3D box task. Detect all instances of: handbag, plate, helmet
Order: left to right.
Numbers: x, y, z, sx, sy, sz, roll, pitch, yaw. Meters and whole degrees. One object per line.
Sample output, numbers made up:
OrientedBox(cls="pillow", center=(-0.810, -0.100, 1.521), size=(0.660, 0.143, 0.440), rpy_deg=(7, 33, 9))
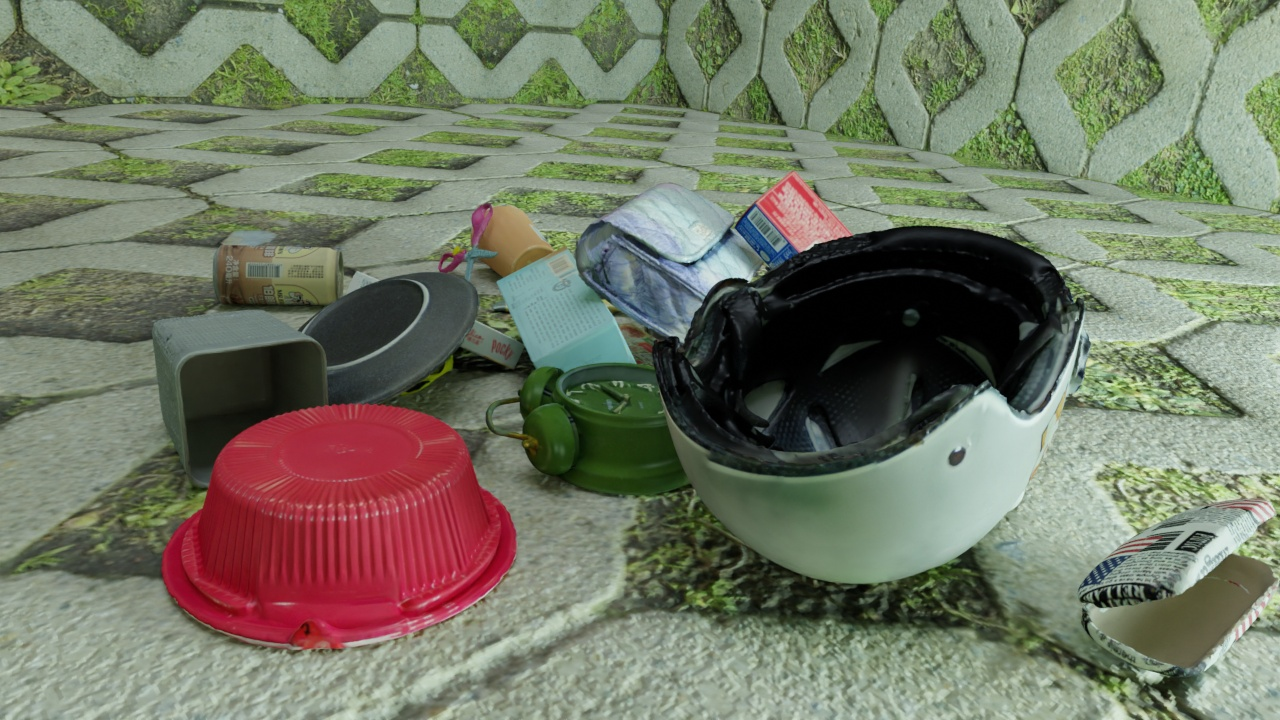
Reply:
OrientedBox(cls="plate", center=(-0.214, -0.023, 0.721), size=(0.179, 0.024, 0.179), rpy_deg=(-15, 36, 11))
OrientedBox(cls="handbag", center=(0.033, -0.093, 0.811), size=(0.134, 0.076, 0.193), rpy_deg=(34, 26, 3))
OrientedBox(cls="helmet", center=(0.139, 0.034, 0.555), size=(0.230, 0.157, 0.273), rpy_deg=(6, 29, 31))

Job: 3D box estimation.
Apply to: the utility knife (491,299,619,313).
OrientedBox(cls="utility knife", center=(-0.046, -0.060, 0.974), size=(0.220, 0.022, 0.031), rpy_deg=(-4, 25, -7))

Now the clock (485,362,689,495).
OrientedBox(cls="clock", center=(-0.028, 0.044, 0.650), size=(0.161, 0.056, 0.116), rpy_deg=(1, 20, -10))

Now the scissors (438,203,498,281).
OrientedBox(cls="scissors", center=(-0.188, -0.127, 1.031), size=(0.017, 0.130, 0.133), rpy_deg=(32, -13, -34))

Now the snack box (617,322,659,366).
OrientedBox(cls="snack box", center=(-0.005, 0.005, 0.802), size=(0.075, 0.025, 0.153), rpy_deg=(-6, 24, -29))

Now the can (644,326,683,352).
OrientedBox(cls="can", center=(0.057, -0.048, 0.910), size=(0.058, 0.058, 0.147), rpy_deg=(13, 22, 21))

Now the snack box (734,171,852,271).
OrientedBox(cls="snack box", center=(0.176, -0.067, 0.812), size=(0.058, 0.207, 0.057), rpy_deg=(-40, -3, -22))

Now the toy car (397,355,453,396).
OrientedBox(cls="toy car", center=(-0.201, 0.012, 0.733), size=(0.105, 0.032, 0.048), rpy_deg=(-19, 29, -24))

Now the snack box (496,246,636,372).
OrientedBox(cls="snack box", center=(-0.068, -0.035, 0.797), size=(0.074, 0.052, 0.174), rpy_deg=(-28, 32, -3))

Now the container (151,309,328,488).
OrientedBox(cls="container", center=(-0.275, 0.018, 0.622), size=(0.090, 0.090, 0.114), rpy_deg=(-10, 22, -36))

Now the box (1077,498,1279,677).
OrientedBox(cls="box", center=(0.303, 0.110, 0.514), size=(0.163, 0.083, 0.075), rpy_deg=(-15, 22, -37))

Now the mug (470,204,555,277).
OrientedBox(cls="mug", center=(-0.139, -0.124, 1.052), size=(0.078, 0.078, 0.123), rpy_deg=(-6, 28, -27))

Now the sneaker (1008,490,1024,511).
OrientedBox(cls="sneaker", center=(0.260, 0.020, 0.693), size=(0.118, 0.088, 0.240), rpy_deg=(2, 25, 24))

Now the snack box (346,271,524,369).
OrientedBox(cls="snack box", center=(-0.185, -0.037, 0.819), size=(0.157, 0.027, 0.084), rpy_deg=(22, -4, 38))

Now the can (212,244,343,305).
OrientedBox(cls="can", center=(-0.357, -0.084, 0.912), size=(0.116, 0.058, 0.058), rpy_deg=(0, 21, -13))

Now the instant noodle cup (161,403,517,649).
OrientedBox(cls="instant noodle cup", center=(-0.166, 0.077, 0.520), size=(0.194, 0.066, 0.193), rpy_deg=(4, 20, -1))
